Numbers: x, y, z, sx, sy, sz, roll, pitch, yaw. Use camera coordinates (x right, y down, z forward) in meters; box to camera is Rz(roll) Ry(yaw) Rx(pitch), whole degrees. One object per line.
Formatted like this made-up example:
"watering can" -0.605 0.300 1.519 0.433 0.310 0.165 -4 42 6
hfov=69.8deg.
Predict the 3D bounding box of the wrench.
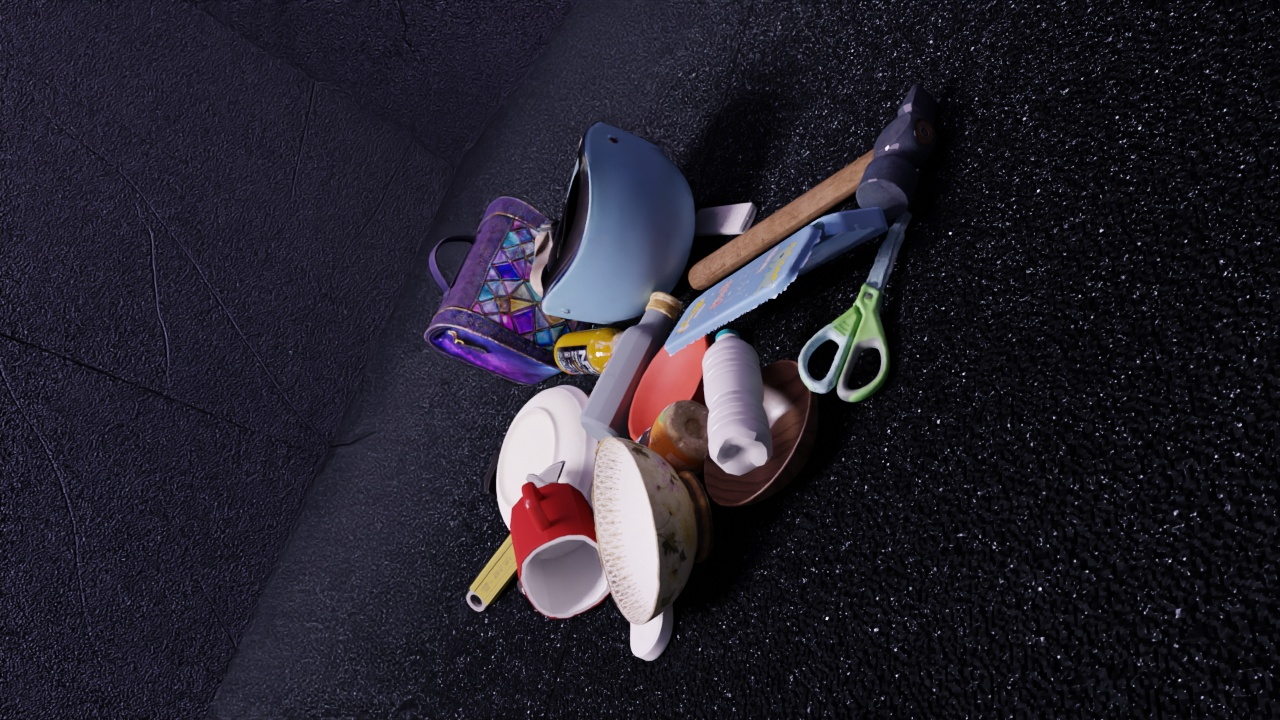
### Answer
"wrench" -0.123 0.197 0.977 0.018 0.083 0.274 -36 -14 -53

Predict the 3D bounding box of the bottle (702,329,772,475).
"bottle" 0.069 0.024 0.680 0.044 0.044 0.136 -47 25 30

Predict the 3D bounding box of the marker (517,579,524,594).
"marker" -0.098 0.232 0.918 0.146 0.019 0.019 -11 53 63

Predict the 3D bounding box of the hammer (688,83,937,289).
"hammer" 0.137 -0.130 0.828 0.323 0.040 0.129 -29 28 56

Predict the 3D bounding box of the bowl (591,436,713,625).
"bowl" 0.013 0.126 0.705 0.145 0.063 0.145 174 90 -70

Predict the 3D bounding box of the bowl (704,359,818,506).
"bowl" 0.097 0.060 0.683 0.120 0.032 0.119 -48 25 30

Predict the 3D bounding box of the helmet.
"helmet" -0.031 -0.143 1.037 0.265 0.166 0.226 -126 54 -71

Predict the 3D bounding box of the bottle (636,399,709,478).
"bottle" 0.009 0.100 0.796 0.168 0.059 0.059 -52 21 43

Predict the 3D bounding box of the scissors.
"scissors" 0.167 -0.044 0.665 0.065 0.033 0.173 12 65 28

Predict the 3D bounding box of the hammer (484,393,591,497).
"hammer" -0.097 0.084 1.089 0.306 0.040 0.132 -33 31 49

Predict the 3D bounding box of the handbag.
"handbag" -0.180 -0.093 1.237 0.126 0.222 0.204 -22 42 58

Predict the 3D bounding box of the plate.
"plate" -0.114 0.112 1.016 0.183 0.034 0.182 -26 55 44

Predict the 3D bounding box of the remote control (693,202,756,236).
"remote control" 0.088 -0.151 0.999 0.033 0.012 0.131 -64 21 -4

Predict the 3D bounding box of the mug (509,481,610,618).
"mug" -0.080 0.159 0.838 0.080 0.116 0.096 -24 23 -4

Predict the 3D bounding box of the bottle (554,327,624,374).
"bottle" -0.046 -0.010 1.065 0.186 0.053 0.053 -2 61 65

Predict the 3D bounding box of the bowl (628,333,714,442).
"bowl" 0.038 0.029 0.851 0.122 0.035 0.121 -48 25 30

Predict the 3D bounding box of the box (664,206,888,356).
"box" 0.096 -0.066 0.738 0.126 0.039 0.210 -31 0 -26

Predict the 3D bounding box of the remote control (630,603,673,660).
"remote control" 0.009 0.183 0.751 0.043 0.013 0.136 -48 25 30

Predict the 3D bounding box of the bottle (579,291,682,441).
"bottle" -0.006 0.005 0.937 0.161 0.046 0.072 -64 -17 -16
